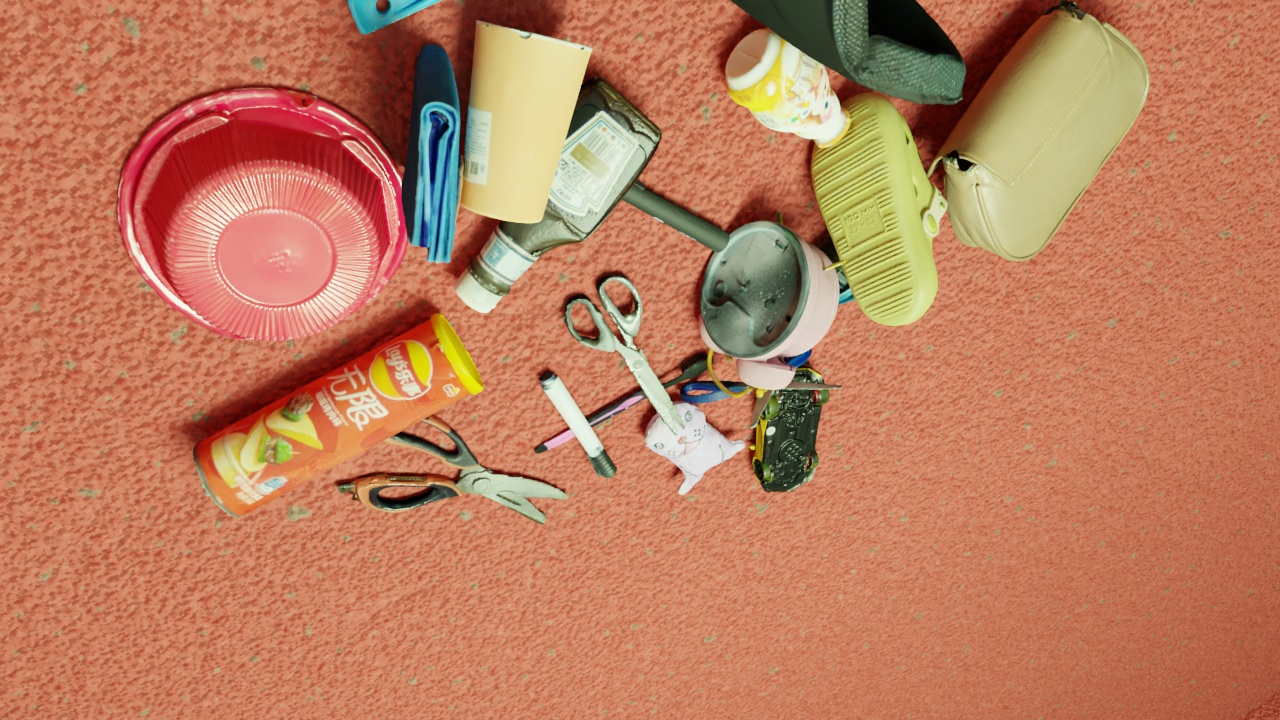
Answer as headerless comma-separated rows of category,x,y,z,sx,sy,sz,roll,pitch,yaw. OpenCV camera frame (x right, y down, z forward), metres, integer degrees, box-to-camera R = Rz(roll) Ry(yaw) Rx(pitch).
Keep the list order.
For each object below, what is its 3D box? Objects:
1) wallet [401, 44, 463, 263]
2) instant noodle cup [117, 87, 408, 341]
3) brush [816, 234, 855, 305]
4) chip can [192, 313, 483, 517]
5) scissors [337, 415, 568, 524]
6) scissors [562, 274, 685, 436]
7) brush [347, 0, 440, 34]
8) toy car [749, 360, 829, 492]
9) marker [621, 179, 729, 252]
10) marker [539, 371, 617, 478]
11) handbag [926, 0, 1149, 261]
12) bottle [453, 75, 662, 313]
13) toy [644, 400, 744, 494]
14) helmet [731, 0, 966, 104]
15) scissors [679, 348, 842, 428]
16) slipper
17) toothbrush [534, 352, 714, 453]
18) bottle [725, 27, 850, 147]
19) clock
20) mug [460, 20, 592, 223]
wallet,-0.135,-0.136,0.599,0.040,0.133,0.107,2,122,-15
instant noodle cup,-0.251,-0.083,0.631,0.193,0.066,0.194,-13,129,-16
brush,0.213,-0.103,0.832,0.144,0.055,0.073,-43,129,9
chip can,-0.236,0.042,0.723,0.216,0.073,0.073,-27,130,-3
scissors,-0.168,0.111,0.840,0.215,0.015,0.196,-18,129,-13
scissors,0.004,-0.004,0.815,0.174,0.014,0.137,20,107,-23
brush,-0.067,-0.265,0.606,0.254,0.045,0.083,-19,133,-6
toy car,0.148,0.071,0.936,0.071,0.041,0.156,-13,126,-16
marker,0.022,-0.124,0.754,0.132,0.020,0.022,23,126,-34
marker,-0.057,0.061,0.842,0.023,0.018,0.131,-24,123,11
handbag,0.334,-0.194,0.788,0.204,0.100,0.147,-53,132,-1
bottle,-0.070,-0.118,0.695,0.080,0.044,0.195,37,105,-17
toy,0.044,0.081,0.898,0.084,0.039,0.108,-41,130,4
helmet,0.148,-0.305,0.550,0.273,0.230,0.234,-47,166,-45
scissors,0.108,0.021,0.832,0.163,0.172,0.012,-10,111,24
slipper,0.204,-0.123,0.757,0.081,0.190,0.092,-8,173,-40
toothbrush,-0.016,0.040,0.862,0.189,0.017,0.014,-28,129,1
bottle,0.117,-0.207,0.710,0.108,0.063,0.063,27,109,-37
clock,0.104,-0.041,0.791,0.059,0.117,0.159,10,118,-43
mug,-0.084,-0.160,0.626,0.078,0.078,0.123,5,109,-27
